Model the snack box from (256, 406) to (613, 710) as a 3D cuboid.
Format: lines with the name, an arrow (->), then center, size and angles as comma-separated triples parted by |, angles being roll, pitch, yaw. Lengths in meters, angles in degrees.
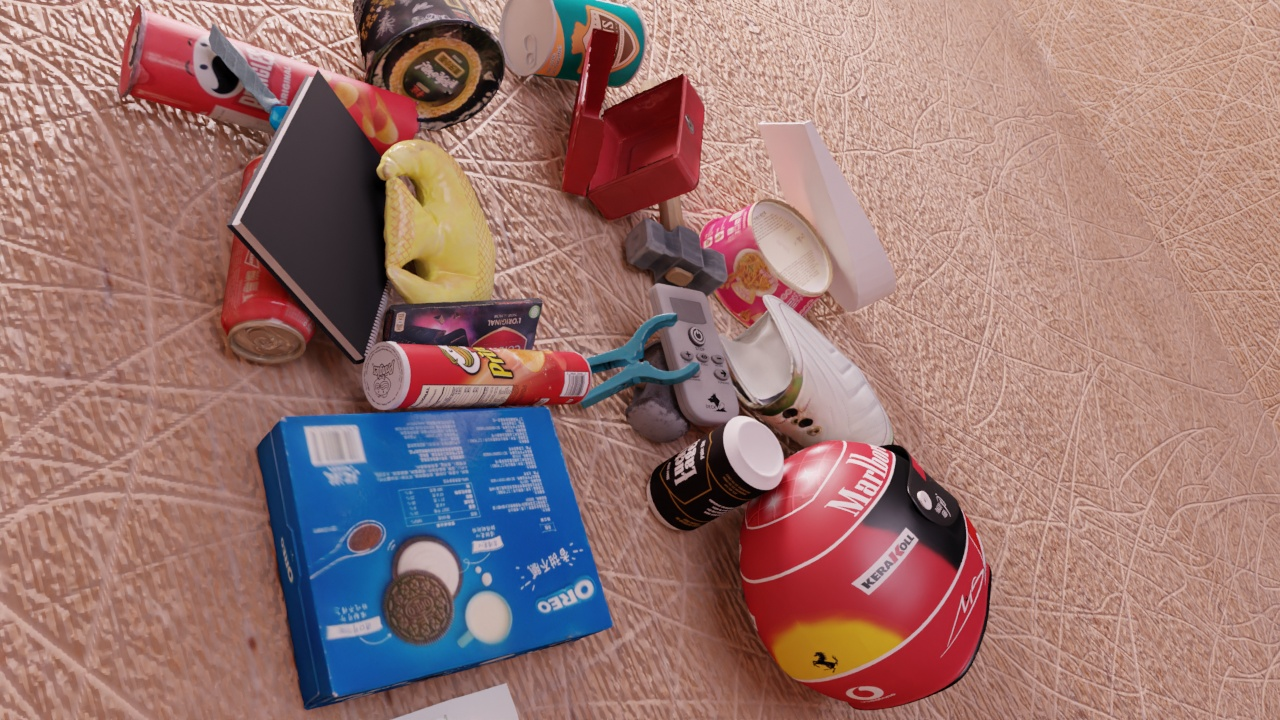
snack box -> -0.149, 0.135, 0.698 | 0.238, 0.056, 0.195 | 0, 63, -42

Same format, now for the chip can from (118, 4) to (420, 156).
chip can -> -0.311, -0.228, 0.790 | 0.232, 0.073, 0.073 | 10, 57, -38

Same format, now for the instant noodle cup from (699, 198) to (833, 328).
instant noodle cup -> 0.163, -0.123, 1.134 | 0.178, 0.078, 0.178 | 23, 49, -29

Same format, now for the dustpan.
dustpan -> 0.244, -0.189, 1.165 | 0.191, 0.053, 0.258 | -122, -172, -73

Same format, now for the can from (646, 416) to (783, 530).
can -> 0.068, 0.107, 0.854 | 0.072, 0.129, 0.071 | 22, 50, -29

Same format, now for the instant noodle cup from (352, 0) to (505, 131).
instant noodle cup -> -0.216, -0.312, 0.900 | 0.137, 0.138, 0.112 | -2, 56, -42

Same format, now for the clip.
clip -> 0.005, 0.017, 0.873 | 0.130, 0.031, 0.121 | -42, 74, -9

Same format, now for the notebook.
notebook -> -0.243, -0.117, 0.735 | 0.206, 0.016, 0.149 | -89, 157, -44

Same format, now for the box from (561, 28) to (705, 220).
box -> -0.005, -0.251, 1.029 | 0.156, 0.147, 0.157 | 14, 52, -12

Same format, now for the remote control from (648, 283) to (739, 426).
remote control -> 0.056, -0.006, 0.922 | 0.074, 0.019, 0.151 | 6, 60, -43

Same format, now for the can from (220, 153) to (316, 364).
can -> -0.284, -0.084, 0.719 | 0.067, 0.068, 0.170 | 16, 53, -34

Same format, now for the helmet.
helmet -> 0.205, 0.184, 0.871 | 0.224, 0.198, 0.270 | 54, 37, -5

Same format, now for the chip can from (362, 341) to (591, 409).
chip can -> -0.128, 0.014, 0.774 | 0.214, 0.052, 0.051 | 2, 61, -52

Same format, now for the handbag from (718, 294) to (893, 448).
handbag -> 0.179, 0.037, 0.997 | 0.198, 0.096, 0.141 | 34, 27, -37

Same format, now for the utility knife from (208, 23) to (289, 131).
utility knife -> -0.280, -0.181, 0.771 | 0.225, 0.015, 0.031 | 57, 44, -34

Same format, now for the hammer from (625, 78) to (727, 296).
hammer -> 0.031, -0.224, 1.112 | 0.117, 0.051, 0.322 | 20, 48, -33

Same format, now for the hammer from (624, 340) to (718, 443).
hammer -> 0.119, 0.099, 0.972 | 0.328, 0.052, 0.097 | 35, 45, -23

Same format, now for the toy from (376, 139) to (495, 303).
toy -> -0.176, -0.112, 0.817 | 0.154, 0.065, 0.170 | 9, 72, -66

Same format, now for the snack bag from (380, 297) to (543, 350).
snack bag -> -0.154, -0.017, 0.791 | 0.154, 0.075, 0.018 | -8, 32, -43

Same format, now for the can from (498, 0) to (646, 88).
can -> -0.078, -0.379, 1.078 | 0.143, 0.100, 0.099 | -9, 69, -44

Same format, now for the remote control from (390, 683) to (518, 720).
remote control -> -0.144, 0.266, 0.636 | 0.143, 0.024, 0.049 | -2, 65, -42
